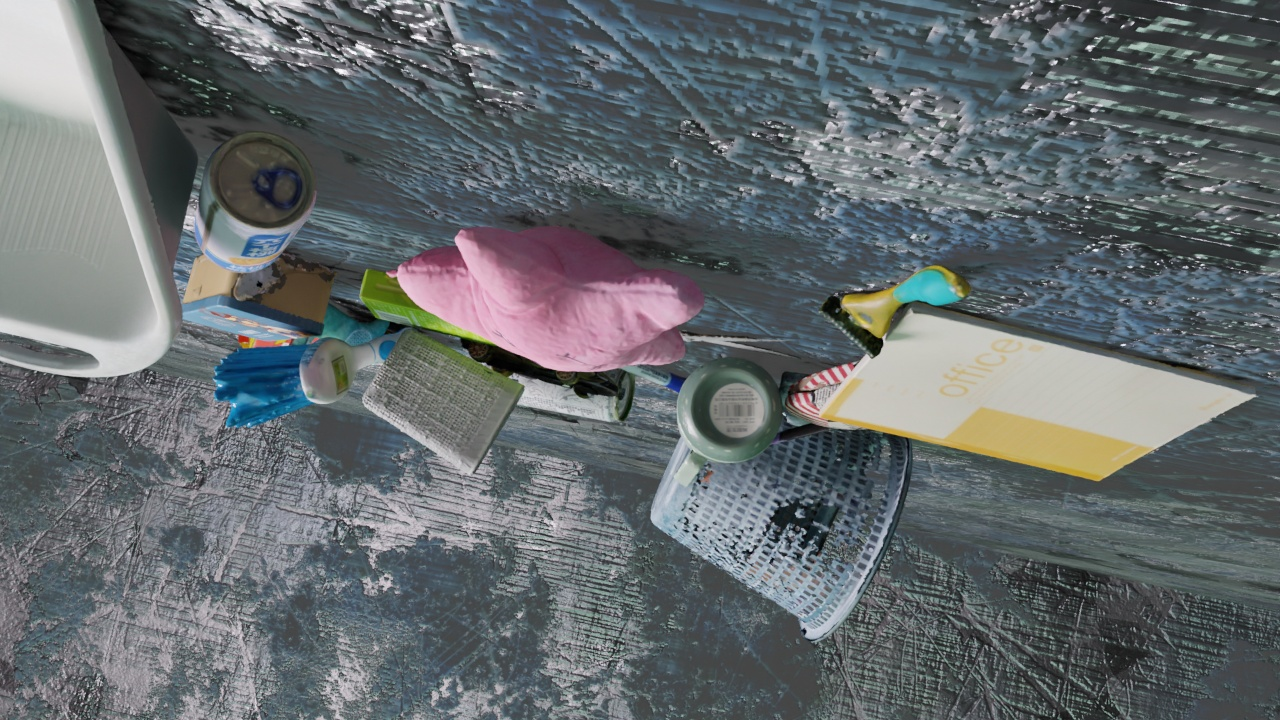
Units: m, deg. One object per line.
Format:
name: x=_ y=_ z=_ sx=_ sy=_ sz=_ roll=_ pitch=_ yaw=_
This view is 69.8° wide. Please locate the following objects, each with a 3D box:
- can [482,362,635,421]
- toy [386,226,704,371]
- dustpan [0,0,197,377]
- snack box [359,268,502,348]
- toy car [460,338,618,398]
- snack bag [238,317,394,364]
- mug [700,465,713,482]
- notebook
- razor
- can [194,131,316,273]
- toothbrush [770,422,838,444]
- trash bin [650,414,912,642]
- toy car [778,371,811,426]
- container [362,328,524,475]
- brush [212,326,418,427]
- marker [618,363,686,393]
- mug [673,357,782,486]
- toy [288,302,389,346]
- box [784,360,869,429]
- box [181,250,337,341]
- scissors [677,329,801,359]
can: x=-0.082 y=0.022 z=0.911 sx=0.147 sy=0.058 sz=0.058 roll=9 pitch=170 yaw=16
toy: x=-0.056 y=-0.033 z=0.532 sx=0.178 sy=0.074 sz=0.195 roll=13 pitch=171 yaw=-1
dustpan: x=-0.327 y=-0.080 z=0.422 sx=0.222 sy=0.142 sz=0.258 roll=12 pitch=171 yaw=-2
snack box: x=-0.146 y=-0.036 z=0.759 sx=0.156 sy=0.026 sz=0.086 roll=13 pitch=170 yaw=-4
toy car: x=-0.093 y=0.002 z=0.852 sx=0.158 sy=0.042 sz=0.070 roll=16 pitch=170 yaw=14
snack bag: x=-0.310 y=-0.018 z=0.971 sx=0.207 sy=0.073 sz=0.129 roll=13 pitch=176 yaw=-35
mug: x=0.077 y=0.113 z=1.080 sx=0.082 sy=0.105 sz=0.114 roll=6 pitch=168 yaw=30
notebook: x=0.233 y=0.026 z=0.570 sx=0.206 sy=0.010 sz=0.146 roll=13 pitch=151 yaw=-5
razor: x=0.133 y=-0.029 z=0.462 sx=0.043 sy=0.028 sz=0.133 roll=44 pitch=170 yaw=-2
can: x=-0.215 y=-0.084 z=0.506 sx=0.053 sy=0.053 sz=0.135 roll=17 pitch=169 yaw=-26
toothbrush: x=0.161 y=0.050 z=0.755 sx=0.189 sy=0.014 sz=0.016 roll=-18 pitch=141 yaw=33
trash bin: x=0.125 y=0.130 z=0.901 sx=0.195 sy=0.226 sz=0.227 roll=25 pitch=170 yaw=0
toy car: x=0.146 y=0.036 z=0.788 sx=0.054 sy=0.036 sz=0.120 roll=10 pitch=167 yaw=12
container: x=-0.174 y=0.034 z=0.814 sx=0.114 sy=0.090 sz=0.090 roll=31 pitch=171 yaw=-4
brush: x=-0.261 y=0.002 z=0.792 sx=0.109 sy=0.060 sz=0.314 roll=-11 pitch=-173 yaw=-5
marker: x=-0.005 y=0.005 z=0.844 sx=0.017 sy=0.017 sz=0.145 roll=3 pitch=166 yaw=42
mug: x=0.062 y=0.053 z=0.739 sx=0.082 sy=0.111 sz=0.106 roll=34 pitch=177 yaw=5
toy: x=-0.300 y=-0.025 z=0.885 sx=0.092 sy=0.096 sz=0.030 roll=40 pitch=157 yaw=-29
box: x=0.170 y=0.020 z=0.659 sx=0.070 sy=0.055 sz=0.165 roll=2 pitch=171 yaw=-32
box: x=-0.332 y=-0.055 z=0.783 sx=0.089 sy=0.060 sz=0.185 roll=19 pitch=166 yaw=-34
scissors: x=0.030 y=-0.018 z=0.692 sx=0.177 sy=0.014 sz=0.160 roll=16 pitch=169 yaw=-27
